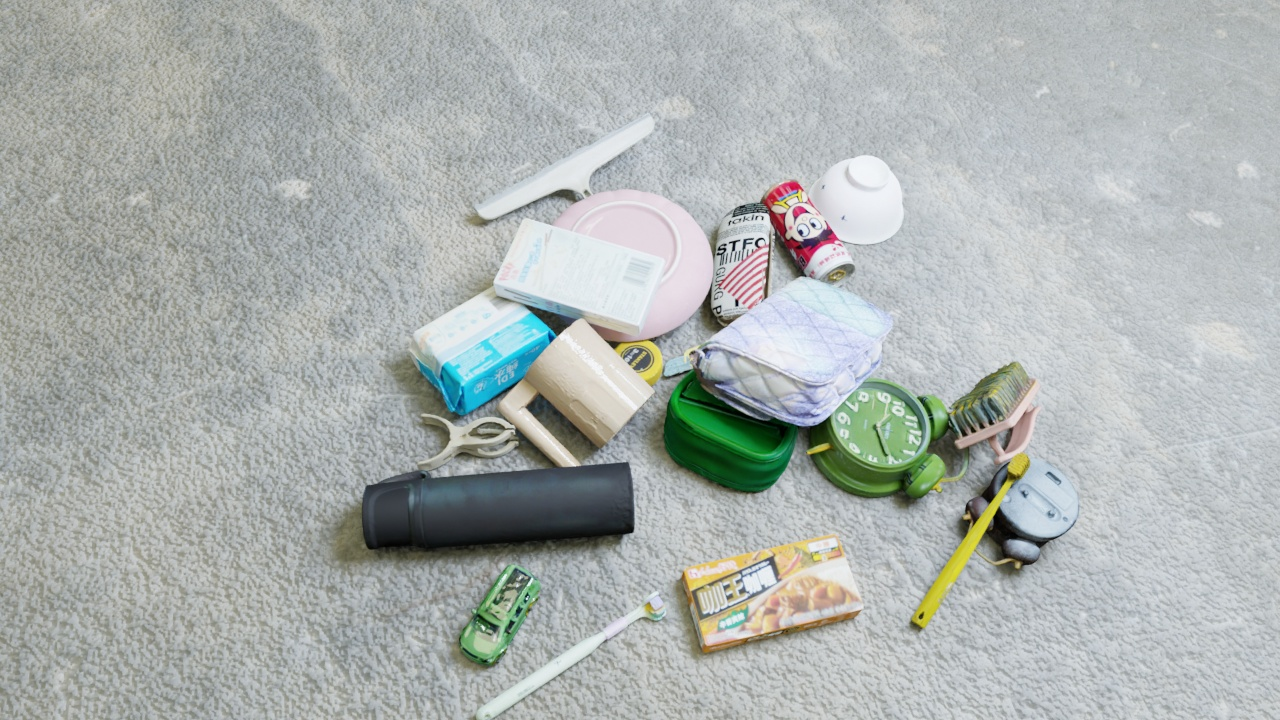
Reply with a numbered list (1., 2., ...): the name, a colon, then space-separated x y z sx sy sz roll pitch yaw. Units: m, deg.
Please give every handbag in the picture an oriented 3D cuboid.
1. handbag: 0.154 -0.010 0.906 0.134 0.076 0.193 27 36 27
2. handbag: 0.095 0.060 0.920 0.131 0.068 0.119 25 51 12

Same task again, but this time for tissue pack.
1. tissue pack: -0.158 -0.012 0.939 0.139 0.063 0.090 -34 63 -25

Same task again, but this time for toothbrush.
1. toothbrush: -0.059 0.261 0.805 0.189 0.029 0.020 -28 22 -19
2. toothbrush: 0.308 0.166 0.854 0.016 0.016 0.190 31 84 34

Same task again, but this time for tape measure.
1. tape measure: -0.006 0.006 0.961 0.057 0.029 0.059 32 61 21

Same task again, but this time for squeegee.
1. squeegee: -0.020 -0.142 1.046 0.246 0.039 0.246 -32 67 -15

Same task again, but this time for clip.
1. clip: -0.169 0.079 0.901 0.097 0.034 0.060 -3 59 -1

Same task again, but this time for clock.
1. clock: 0.366 0.149 0.889 0.121 0.055 0.082 -37 68 -23
2. clock: 0.250 0.078 0.922 0.161 0.056 0.115 15 59 4

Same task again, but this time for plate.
1. plate: -0.017 -0.112 0.986 0.192 0.039 0.192 0 63 0

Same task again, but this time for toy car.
1. toy car: -0.125 0.224 0.814 0.043 0.036 0.091 26 64 10

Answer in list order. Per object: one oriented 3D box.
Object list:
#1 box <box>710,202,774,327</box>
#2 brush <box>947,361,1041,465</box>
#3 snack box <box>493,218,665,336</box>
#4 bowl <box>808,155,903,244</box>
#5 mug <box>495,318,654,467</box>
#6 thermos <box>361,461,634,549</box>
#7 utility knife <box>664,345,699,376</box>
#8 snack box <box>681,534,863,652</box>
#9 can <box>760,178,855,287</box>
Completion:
1. box: 0.116 -0.100 1.035 0.075 0.077 0.163 -9 55 22
2. brush: 0.368 0.051 0.930 0.145 0.063 0.073 -27 84 -50
3. snack box: -0.061 -0.085 0.934 0.157 0.027 0.084 17 64 9
4. bowl: 0.264 -0.203 1.093 0.118 0.065 0.118 2 59 -4
5. mug: -0.063 0.038 0.903 0.103 0.084 0.124 43 89 3
6. thermos: -0.130 0.128 0.857 0.242 0.069 0.089 -2 36 -6
7. utility knife: 0.104 -0.015 0.996 0.177 0.019 0.031 -21 56 -12
8. snack box: 0.120 0.213 0.845 0.153 0.026 0.075 -10 59 -11
9. can: 0.192 -0.144 1.057 0.053 0.053 0.132 -20 62 -16
